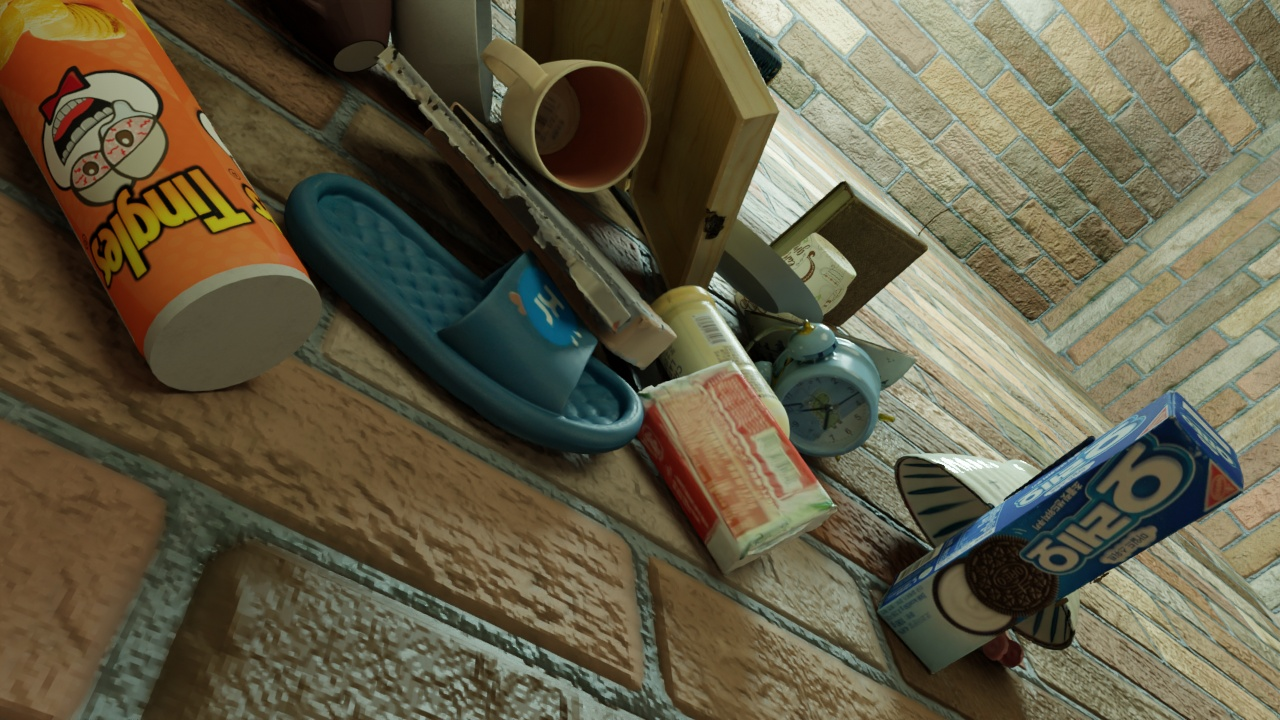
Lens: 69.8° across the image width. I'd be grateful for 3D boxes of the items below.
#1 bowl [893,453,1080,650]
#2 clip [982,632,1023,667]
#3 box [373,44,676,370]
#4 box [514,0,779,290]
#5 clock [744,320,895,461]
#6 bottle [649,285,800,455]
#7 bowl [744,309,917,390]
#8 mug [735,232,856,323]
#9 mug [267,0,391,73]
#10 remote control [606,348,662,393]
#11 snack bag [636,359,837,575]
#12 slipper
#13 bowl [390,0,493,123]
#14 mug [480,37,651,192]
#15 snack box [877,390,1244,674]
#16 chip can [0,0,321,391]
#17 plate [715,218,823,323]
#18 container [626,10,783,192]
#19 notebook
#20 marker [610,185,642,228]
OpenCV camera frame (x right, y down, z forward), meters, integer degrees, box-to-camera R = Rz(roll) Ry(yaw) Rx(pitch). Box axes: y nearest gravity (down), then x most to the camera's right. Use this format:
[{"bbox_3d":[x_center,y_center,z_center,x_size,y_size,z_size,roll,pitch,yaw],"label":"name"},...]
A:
[{"bbox_3d":[0.280,0.125,0.697,0.177,0.071,0.177,53,-9,11],"label":"bowl"},{"bbox_3d":[0.274,0.210,0.711,0.035,0.022,0.057,26,26,-30],"label":"clip"},{"bbox_3d":[-0.072,-0.090,0.563,0.216,0.043,0.148,49,11,23],"label":"box"},{"bbox_3d":[-0.002,-0.197,0.691,0.261,0.096,0.248,57,-19,17],"label":"box"},{"bbox_3d":[0.133,0.021,0.714,0.124,0.089,0.051,42,29,-12],"label":"clock"},{"bbox_3d":[0.057,0.022,0.621,0.056,0.057,0.162,18,34,-47],"label":"bottle"},{"bbox_3d":[0.156,0.001,0.796,0.150,0.057,0.150,16,6,-2],"label":"bowl"},{"bbox_3d":[0.168,-0.067,0.913,0.121,0.097,0.081,15,36,-50],"label":"mug"},{"bbox_3d":[-0.209,-0.241,0.600,0.088,0.087,0.113,66,20,6],"label":"mug"},{"bbox_3d":[-0.004,0.004,0.610,0.039,0.010,0.124,27,29,-37],"label":"remote control"},{"bbox_3d":[0.052,0.059,0.535,0.076,0.036,0.116,-19,63,-31],"label":"snack bag"},{"bbox_3d":[-0.081,-0.026,0.467,0.213,0.059,0.103,37,25,-14],"label":"slipper"},{"bbox_3d":[-0.146,-0.241,0.670,0.064,0.132,0.131,0,33,-4],"label":"bowl"},{"bbox_3d":[-0.062,-0.175,0.626,0.111,0.085,0.104,40,-1,-31],"label":"mug"},{"bbox_3d":[0.250,0.111,0.569,0.059,0.227,0.059,49,31,9],"label":"snack box"},{"bbox_3d":[-0.203,-0.088,0.359,0.210,0.062,0.062,52,24,19],"label":"chip can"},{"bbox_3d":[0.085,-0.084,0.796,0.173,0.019,0.173,42,-3,2],"label":"plate"},{"bbox_3d":[0.054,-0.252,0.927,0.071,0.188,0.145,36,24,-11],"label":"container"},{"bbox_3d":[0.236,-0.124,1.013,0.215,0.190,0.034,16,38,-52],"label":"notebook"},{"bbox_3d":[0.008,-0.126,0.854,0.018,0.015,0.123,5,42,-56],"label":"marker"}]
